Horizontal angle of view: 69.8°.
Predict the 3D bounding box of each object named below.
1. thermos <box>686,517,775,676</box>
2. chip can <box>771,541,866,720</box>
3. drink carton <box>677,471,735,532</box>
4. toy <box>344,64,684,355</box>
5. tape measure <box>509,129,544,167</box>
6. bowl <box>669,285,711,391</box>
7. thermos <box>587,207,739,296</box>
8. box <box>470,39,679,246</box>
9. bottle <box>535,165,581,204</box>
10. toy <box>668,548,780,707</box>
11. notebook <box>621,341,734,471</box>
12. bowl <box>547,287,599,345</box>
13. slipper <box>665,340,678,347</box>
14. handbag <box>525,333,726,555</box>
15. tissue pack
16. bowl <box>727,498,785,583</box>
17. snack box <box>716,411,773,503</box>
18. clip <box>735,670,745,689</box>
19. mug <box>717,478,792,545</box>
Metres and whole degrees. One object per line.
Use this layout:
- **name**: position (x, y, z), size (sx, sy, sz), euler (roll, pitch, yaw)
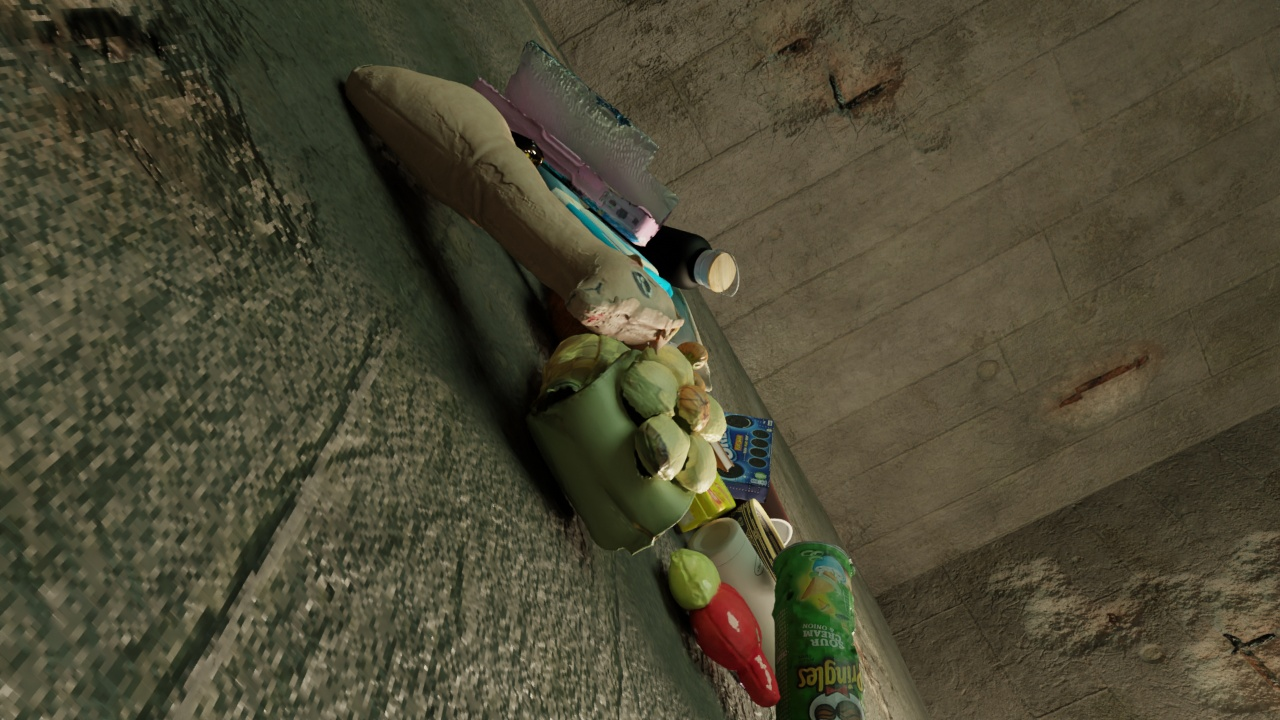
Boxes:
- **thermos**: position (0.118, 0.245, 0.844), size (0.224, 0.052, 0.052), euler (58, 9, -19)
- **chip can**: position (0.141, 0.247, 0.731), size (0.075, 0.076, 0.222), euler (57, 25, -28)
- **drink carton**: position (0.052, 0.127, 0.876), size (0.058, 0.043, 0.134), euler (60, 7, 12)
- **toy**: position (-0.067, -0.104, 0.587), size (0.264, 0.065, 0.195), euler (39, 22, 10)
- **tape measure**: position (-0.112, -0.145, 0.700), size (0.067, 0.062, 0.038), euler (25, -11, 25)
- **bowl**: position (0.025, -0.041, 1.120), size (0.219, 0.060, 0.188), euler (-130, -162, -80)
- **thermos**: position (0.021, -0.120, 1.017), size (0.231, 0.061, 0.061), euler (23, -20, 42)
- **box**: position (-0.057, -0.224, 0.933), size (0.230, 0.097, 0.085), euler (40, 7, 3)
- **bottle**: position (-0.095, -0.186, 1.015), size (0.130, 0.040, 0.040), euler (63, 9, 11)
- **toy**: position (0.063, 0.199, 0.690), size (0.135, 0.045, 0.091), euler (57, 6, 0)
- **notebook**: position (-0.005, 0.005, 0.826), size (0.209, 0.008, 0.141), euler (57, -19, -25)
- **bowl**: position (-0.052, -0.019, 0.731), size (0.114, 0.026, 0.102), euler (46, -22, 54)
- **slipper**: position (0.032, 0.027, 1.002), size (0.094, 0.064, 0.239), euler (67, 8, 30)
- **handbag**: position (-0.004, 0.031, 0.595), size (0.113, 0.117, 0.186), euler (59, 11, -14)
- **tissue pack**: position (-0.040, -0.097, 0.911), size (0.117, 0.066, 0.209), euler (45, 7, 15)
- **bowl**: position (0.111, 0.202, 0.913), size (0.112, 0.061, 0.112), euler (59, 9, -16)
- **snack box**: position (0.106, 0.105, 1.036), size (0.150, 0.082, 0.027), euler (-69, 168, -64)
- **clip**: position (0.092, 0.265, 0.764), size (0.053, 0.013, 0.036), euler (44, 18, -55)
- **mug**: position (0.132, 0.180, 1.054), size (0.105, 0.073, 0.082), euler (46, 17, -42)
